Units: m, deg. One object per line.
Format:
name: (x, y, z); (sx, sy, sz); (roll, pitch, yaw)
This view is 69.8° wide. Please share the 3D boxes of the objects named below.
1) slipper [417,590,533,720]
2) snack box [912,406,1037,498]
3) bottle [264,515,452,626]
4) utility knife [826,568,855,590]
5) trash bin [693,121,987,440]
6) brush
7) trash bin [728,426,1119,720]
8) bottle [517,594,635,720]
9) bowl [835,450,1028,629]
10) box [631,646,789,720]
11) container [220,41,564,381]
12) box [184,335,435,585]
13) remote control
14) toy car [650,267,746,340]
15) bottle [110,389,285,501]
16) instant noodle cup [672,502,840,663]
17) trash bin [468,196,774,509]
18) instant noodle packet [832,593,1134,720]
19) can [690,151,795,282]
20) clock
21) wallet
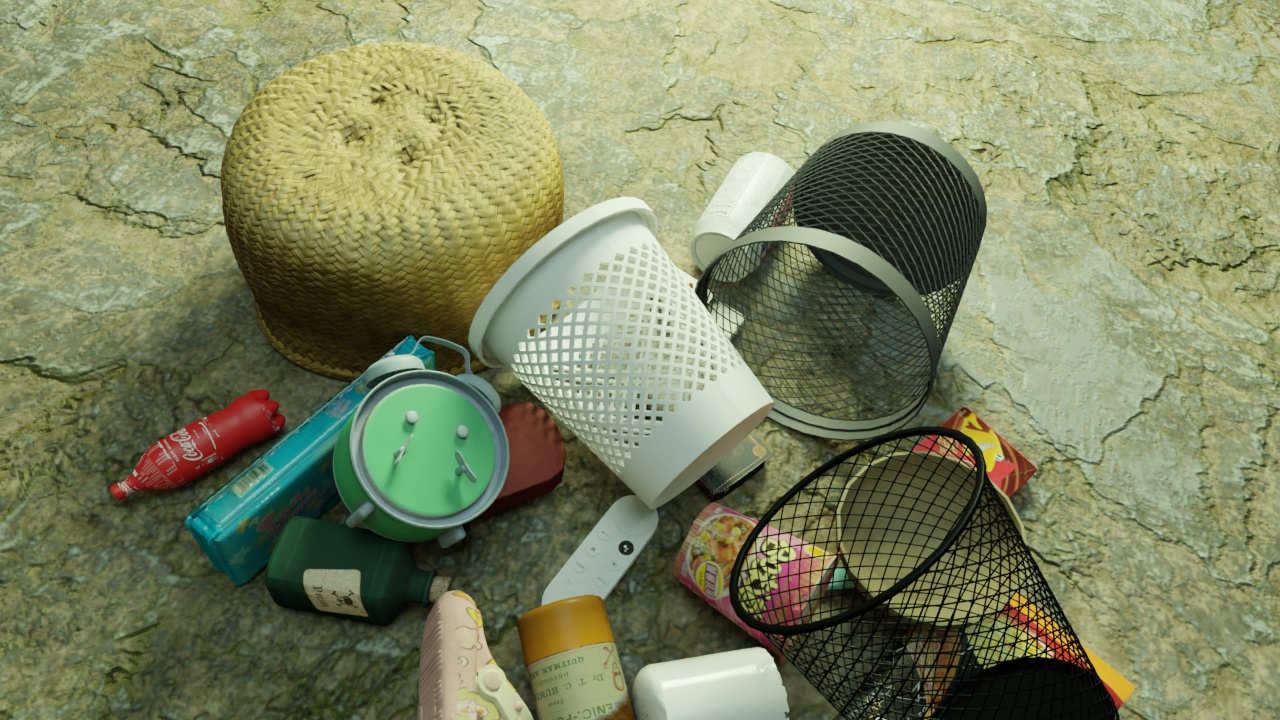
slipper: (-0.112, 0.259, 0.645); (0.081, 0.093, 0.197); (7, 57, -25)
snack box: (0.288, 0.109, 0.841); (0.132, 0.021, 0.089); (-34, 66, -26)
bottle: (-0.212, 0.167, 0.709); (0.131, 0.061, 0.061); (11, 52, 0)
utility knife: (0.173, 0.184, 0.778); (0.126, 0.015, 0.022); (-4, 54, -9)
trash bin: (0.196, -0.083, 0.853); (0.218, 0.218, 0.226); (28, 52, 12)
brush: (-0.149, 0.098, 0.778); (0.173, 0.042, 0.082); (-19, 60, -20)
trash bin: (0.195, 0.183, 0.606); (0.183, 0.184, 0.210); (-45, 105, -31)
bottle: (-0.040, 0.255, 0.663); (0.067, 0.068, 0.156); (-11, 66, -15)
bowl: (0.235, 0.153, 0.760); (0.152, 0.051, 0.152); (0, 55, 0)
box: (0.075, 0.279, 0.660); (0.140, 0.084, 0.141); (-7, 51, -14)
container: (-0.215, -0.145, 0.850); (0.307, 0.197, 0.306); (4, 56, -6)
box: (-0.257, 0.077, 0.747); (0.041, 0.094, 0.226); (35, 58, 15)
remote control: (-0.032, 0.167, 0.763); (0.043, 0.013, 0.136); (32, 57, 15)
toy car: (0.052, -0.063, 0.920); (0.113, 0.039, 0.039); (32, 57, 15)
bottle: (-0.369, 0.073, 0.767); (0.141, 0.042, 0.042); (-33, 65, -26)
instant noodle cup: (0.089, 0.170, 0.735); (0.109, 0.098, 0.097); (27, 55, 21)
trash bin: (-0.005, 0.004, 0.767); (0.195, 0.196, 0.199); (-34, 75, -27)
instant noodle packet: (0.265, 0.274, 0.715); (0.160, 0.032, 0.220); (40, 59, 22)
can: (0.110, -0.152, 0.968); (0.078, 0.078, 0.135); (25, 56, 10)
clock: (-0.164, 0.055, 0.707); (0.121, 0.076, 0.161); (19, 59, -25)
wallet: (0.054, 0.065, 0.842); (0.072, 0.019, 0.123); (-31, 64, -25)
